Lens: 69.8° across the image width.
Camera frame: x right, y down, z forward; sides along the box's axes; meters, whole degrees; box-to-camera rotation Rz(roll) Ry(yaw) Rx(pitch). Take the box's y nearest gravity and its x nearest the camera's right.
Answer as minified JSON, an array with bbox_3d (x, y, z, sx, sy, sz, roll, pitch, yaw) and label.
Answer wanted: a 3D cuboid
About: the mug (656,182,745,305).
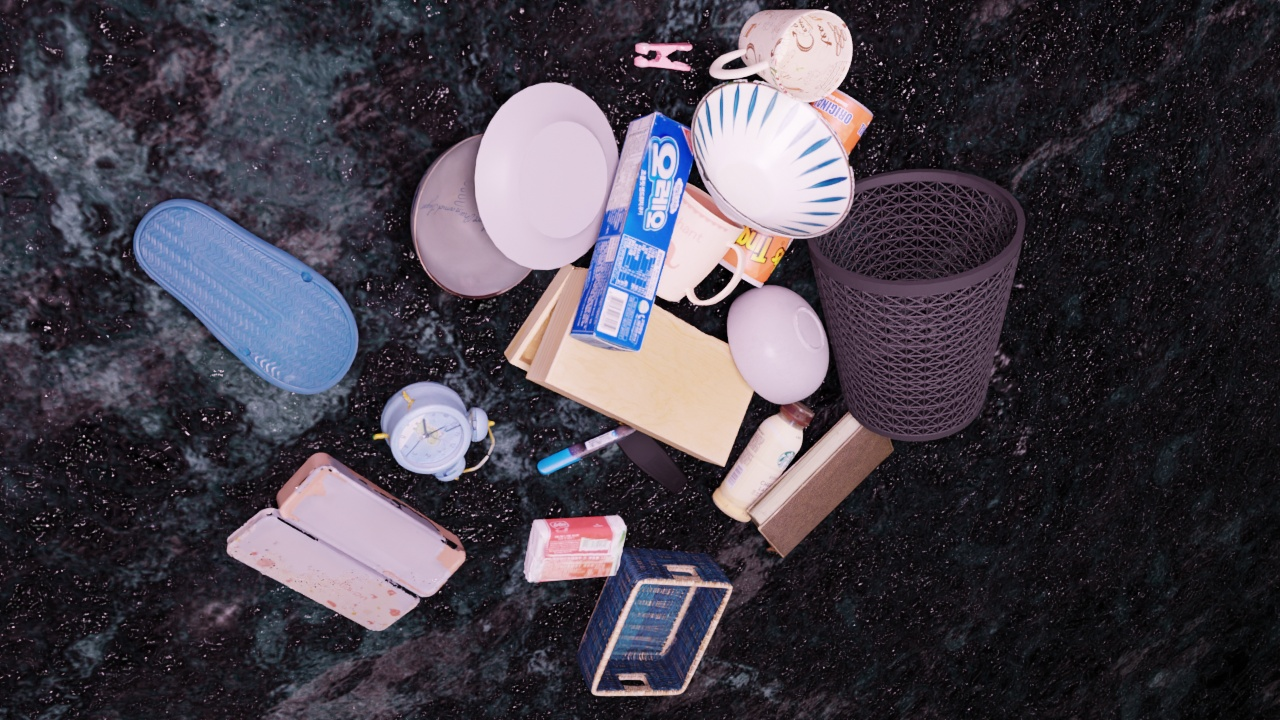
[{"bbox_3d":[0.054,-0.108,0.940,0.104,0.111,0.085,-52,161,21],"label":"mug"}]

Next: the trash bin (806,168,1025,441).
[{"bbox_3d":[0.305,-0.052,1.029,0.216,0.217,0.243,-23,130,-11],"label":"trash bin"}]

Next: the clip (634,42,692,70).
[{"bbox_3d":[0.021,-0.287,0.881,0.058,0.022,0.038,-1,119,-17],"label":"clip"}]

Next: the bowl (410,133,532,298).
[{"bbox_3d":[-0.156,-0.136,0.850,0.150,0.057,0.151,-18,119,-38],"label":"bowl"}]

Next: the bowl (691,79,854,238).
[{"bbox_3d":[0.115,-0.181,0.899,0.177,0.177,0.071,2,156,-25],"label":"bowl"}]

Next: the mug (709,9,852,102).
[{"bbox_3d":[0.123,-0.290,0.875,0.122,0.097,0.081,-25,124,-10],"label":"mug"}]

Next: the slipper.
[{"bbox_3d":[-0.345,-0.060,0.821,0.213,0.059,0.103,44,86,-21],"label":"slipper"}]

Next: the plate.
[{"bbox_3d":[-0.077,-0.169,0.859,0.172,0.019,0.173,-17,116,-41],"label":"plate"}]

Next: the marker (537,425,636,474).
[{"bbox_3d":[-0.061,0.101,1.055,0.123,0.018,0.015,-24,156,-8],"label":"marker"}]

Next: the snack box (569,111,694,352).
[{"bbox_3d":[-0.006,-0.121,0.884,0.059,0.060,0.226,18,83,-29],"label":"snack box"}]

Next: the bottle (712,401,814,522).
[{"bbox_3d":[0.155,0.122,1.139,0.056,0.056,0.162,25,105,-32],"label":"bottle"}]

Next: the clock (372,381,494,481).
[{"bbox_3d":[-0.210,0.077,0.957,0.124,0.051,0.089,30,100,-33],"label":"clock"}]

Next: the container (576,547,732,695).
[{"bbox_3d":[0.015,0.338,1.186,0.145,0.071,0.188,10,112,-28],"label":"container"}]

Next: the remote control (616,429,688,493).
[{"bbox_3d":[0.017,0.121,1.106,0.039,0.010,0.125,-42,125,2],"label":"remote control"}]

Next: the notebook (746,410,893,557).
[{"bbox_3d":[0.238,0.163,1.186,0.215,0.034,0.190,-43,147,-4],"label":"notebook"}]

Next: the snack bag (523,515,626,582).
[{"bbox_3d":[-0.079,0.226,1.106,0.115,0.036,0.077,1,117,-25],"label":"snack bag"}]

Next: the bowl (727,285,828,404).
[{"bbox_3d":[0.161,-0.023,1.012,0.065,0.131,0.131,-26,135,38],"label":"bowl"}]

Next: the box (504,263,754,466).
[{"bbox_3d":[-0.006,0.003,0.998,0.248,0.123,0.140,27,77,-33],"label":"box"}]

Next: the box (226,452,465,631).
[{"bbox_3d":[-0.315,0.206,0.996,0.154,0.058,0.216,-44,125,2],"label":"box"}]

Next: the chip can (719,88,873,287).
[{"bbox_3d":[0.160,-0.182,0.972,0.062,0.062,0.210,24,105,-32],"label":"chip can"}]
